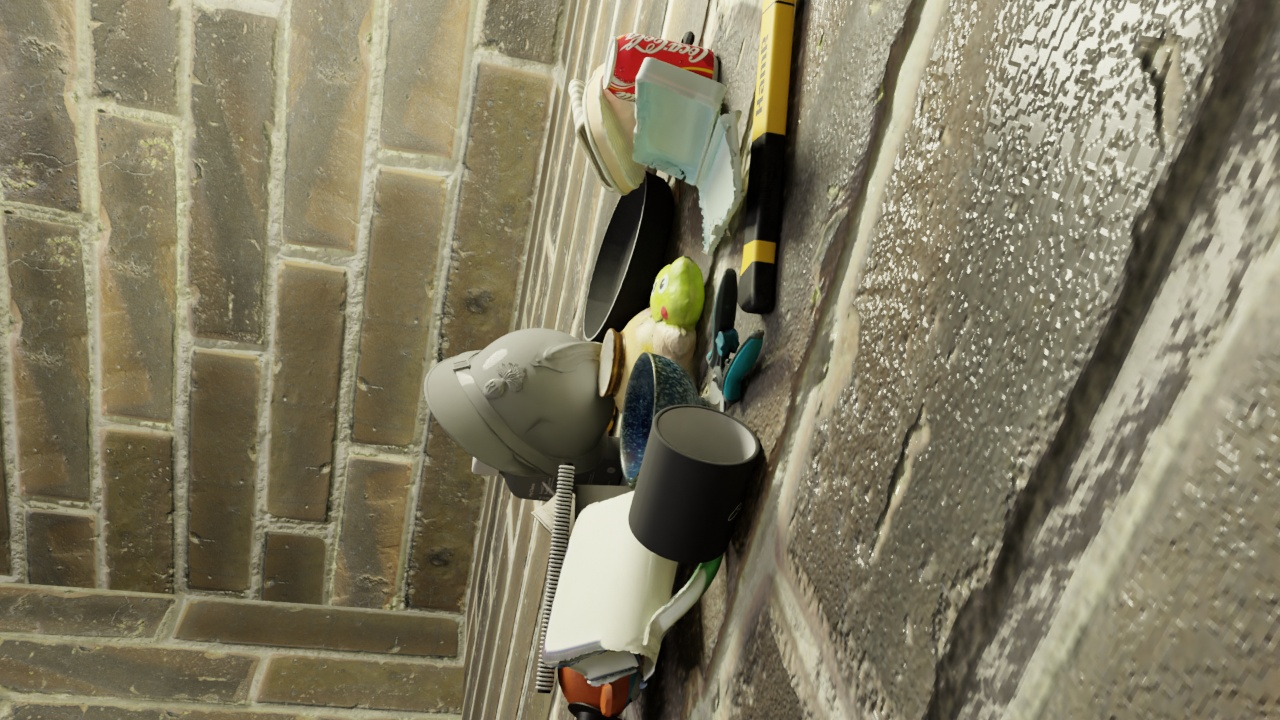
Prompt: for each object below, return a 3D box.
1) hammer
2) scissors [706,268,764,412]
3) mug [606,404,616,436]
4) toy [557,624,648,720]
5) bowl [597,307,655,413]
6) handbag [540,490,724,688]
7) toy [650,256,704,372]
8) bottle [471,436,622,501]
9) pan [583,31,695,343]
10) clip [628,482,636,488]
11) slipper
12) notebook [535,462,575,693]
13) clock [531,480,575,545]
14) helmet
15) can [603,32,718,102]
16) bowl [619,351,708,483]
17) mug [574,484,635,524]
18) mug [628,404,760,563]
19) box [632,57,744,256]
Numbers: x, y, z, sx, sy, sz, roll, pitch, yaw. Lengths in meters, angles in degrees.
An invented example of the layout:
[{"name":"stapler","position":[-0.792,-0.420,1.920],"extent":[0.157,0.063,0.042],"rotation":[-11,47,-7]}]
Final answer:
[{"name":"hammer","position":[0.099,-0.195,0.684],"extent":[0.170,0.034,0.324],"rotation":[166,109,-75]},{"name":"scissors","position":[0.067,-0.005,0.689],"extent":[0.124,0.019,0.156],"rotation":[-140,40,-69]},{"name":"mug","position":[-0.081,0.052,1.182],"extent":[0.124,0.094,0.100],"rotation":[110,164,-49]},{"name":"toy","position":[-0.033,0.265,0.848],"extent":[0.112,0.096,0.175],"rotation":[118,175,-57]},{"name":"bowl","position":[-0.006,0.006,0.949],"extent":[0.145,0.063,0.145],"rotation":[-172,91,-78]},{"name":"handbag","position":[0.009,0.182,0.751],"extent":[0.176,0.074,0.151],"rotation":[-29,36,41]},{"name":"toy","position":[0.032,-0.035,0.850],"extent":[0.092,0.043,0.117],"rotation":[165,110,-75]},{"name":"bottle","position":[-0.112,0.126,1.095],"extent":[0.046,0.173,0.084],"rotation":[-98,20,-51]},{"name":"pan","position":[0.010,-0.185,1.030],"extent":[0.204,0.044,0.356],"rotation":[-118,46,-71]},{"name":"clip","position":[0.009,0.100,0.909],"extent":[0.023,0.042,0.076],"rotation":[-94,18,-49]},{"name":"slipper","position":[-0.036,-0.254,0.992],"extent":[0.272,0.054,0.114],"rotation":[-89,-23,-57]},{"name":"notebook","position":[-0.082,0.216,0.907],"extent":[0.149,0.016,0.206],"rotation":[104,171,-73]},{"name":"clock","position":[-0.057,0.201,1.035],"extent":[0.157,0.061,0.103],"rotation":[34,162,46]},{"name":"helmet","position":[-0.097,0.022,0.992],"extent":[0.118,0.270,0.183],"rotation":[-47,67,22]},{"name":"can","position":[0.019,-0.286,0.912],"extent":[0.064,0.104,0.064],"rotation":[-173,91,-78]},{"name":"bowl","position":[0.024,0.052,0.795],"extent":[0.114,0.060,0.114],"rotation":[-172,91,-76]},{"name":"mug","position":[-0.022,0.174,0.943],"extent":[0.107,0.071,0.089],"rotation":[-7,78,49]},{"name":"mug","position":[0.043,0.083,0.683],"extent":[0.113,0.078,0.088],"rotation":[-49,-24,-61]},{"name":"box","position":[0.037,-0.159,0.745],"extent":[0.197,0.074,0.126],"rotation":[99,153,-84]}]
